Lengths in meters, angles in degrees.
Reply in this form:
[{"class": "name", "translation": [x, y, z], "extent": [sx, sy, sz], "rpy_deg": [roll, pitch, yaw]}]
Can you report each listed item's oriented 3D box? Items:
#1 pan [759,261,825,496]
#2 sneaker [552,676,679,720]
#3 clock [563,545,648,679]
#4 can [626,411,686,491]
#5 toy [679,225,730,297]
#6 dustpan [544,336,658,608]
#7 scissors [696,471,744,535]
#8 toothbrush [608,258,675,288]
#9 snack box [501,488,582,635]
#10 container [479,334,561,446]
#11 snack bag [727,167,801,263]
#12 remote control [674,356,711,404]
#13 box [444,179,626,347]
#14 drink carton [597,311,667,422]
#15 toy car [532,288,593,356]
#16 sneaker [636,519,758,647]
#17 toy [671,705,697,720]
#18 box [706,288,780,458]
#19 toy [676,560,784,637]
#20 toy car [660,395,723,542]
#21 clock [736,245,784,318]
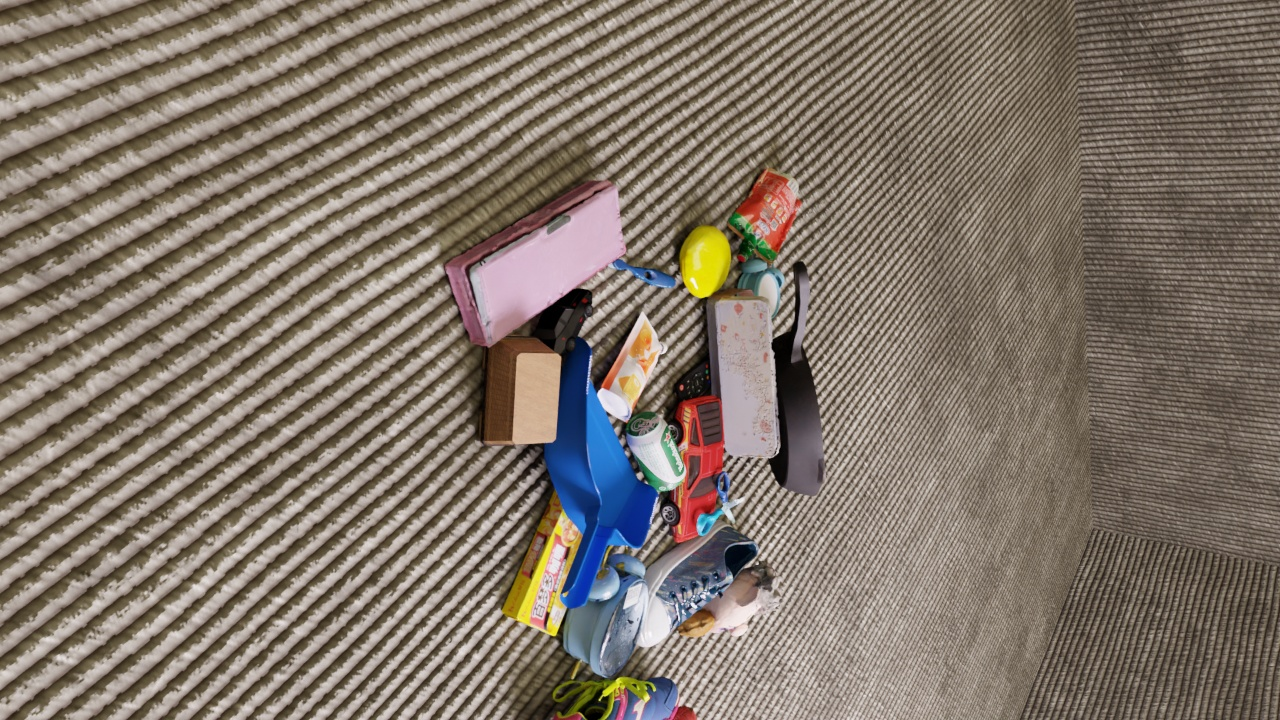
[{"class": "pan", "translation": [0.195, 0.025, 1.222], "extent": [0.248, 0.043, 0.357], "rpy_deg": [-101, -176, -52]}, {"class": "sneaker", "translation": [-0.023, 0.406, 1.080], "extent": [0.241, 0.116, 0.091], "rpy_deg": [-7, 89, -63]}, {"class": "clock", "translation": [-0.035, 0.284, 1.059], "extent": [0.118, 0.060, 0.162], "rpy_deg": [4, 100, -66]}, {"class": "can", "translation": [0.019, 0.113, 1.125], "extent": [0.053, 0.053, 0.101], "rpy_deg": [-51, 133, -34]}, {"class": "toy", "translation": [0.083, -0.126, 1.174], "extent": [0.095, 0.041, 0.094], "rpy_deg": [22, 81, -51]}, {"class": "dustpan", "translation": [-0.052, 0.145, 0.972], "extent": [0.256, 0.060, 0.246], "rpy_deg": [-68, 145, -43]}, {"class": "scissors", "translation": [0.117, 0.185, 1.226], "extent": [0.133, 0.015, 0.103], "rpy_deg": [-3, 110, -56]}, {"class": "toothbrush", "translation": [0.003, -0.104, 1.098], "extent": [0.132, 0.016, 0.021], "rpy_deg": [12, 88, -55]}, {"class": "snack box", "translation": [-0.094, 0.223, 1.022], "extent": [0.075, 0.025, 0.152], "rpy_deg": [44, 62, -47]}, {"class": "container", "translation": [-0.118, 0.034, 0.915], "extent": [0.063, 0.061, 0.114], "rpy_deg": [1, 96, -35]}, {"class": "snack bag", "translation": [0.171, -0.194, 1.267], "extent": [0.087, 0.044, 0.154], "rpy_deg": [41, 60, -17]}, {"class": "remote control", "translation": [0.084, 0.019, 1.225], "extent": [0.124, 0.010, 0.039], "rpy_deg": [-37, 124, -43]}, {"class": "box", "translation": [-0.095, -0.105, 0.946], "extent": [0.232, 0.046, 0.098], "rpy_deg": [-38, 124, -42]}, {"class": "drink carton", "translation": [-0.006, 0.007, 1.094], "extent": [0.069, 0.039, 0.122], "rpy_deg": [58, 47, -39]}, {"class": "toy car", "translation": [-0.084, -0.043, 0.972], "extent": [0.036, 0.042, 0.091], "rpy_deg": [50, 59, -47]}, {"class": "sneaker", "translation": [0.073, 0.290, 1.205], "extent": [0.234, 0.079, 0.087], "rpy_deg": [-36, 124, -43]}, {"class": "toy", "translation": [0.009, 0.533, 1.147], "extent": [0.148, 0.099, 0.216], "rpy_deg": [78, 36, -66]}, {"class": "box", "translation": [0.139, 0.014, 1.226], "extent": [0.107, 0.095, 0.216], "rpy_deg": [-49, 136, -70]}, {"class": "toy", "translation": [0.128, 0.339, 1.267], "extent": [0.175, 0.133, 0.076], "rpy_deg": [-23, 71, -27]}, {"class": "toy car", "translation": [0.071, 0.141, 1.198], "extent": [0.081, 0.056, 0.189], "rpy_deg": [-8, 106, -49]}, {"class": "clock", "translation": [0.168, -0.109, 1.292], "extent": [0.087, 0.042, 0.123], "rpy_deg": [22, 74, -51]}]
